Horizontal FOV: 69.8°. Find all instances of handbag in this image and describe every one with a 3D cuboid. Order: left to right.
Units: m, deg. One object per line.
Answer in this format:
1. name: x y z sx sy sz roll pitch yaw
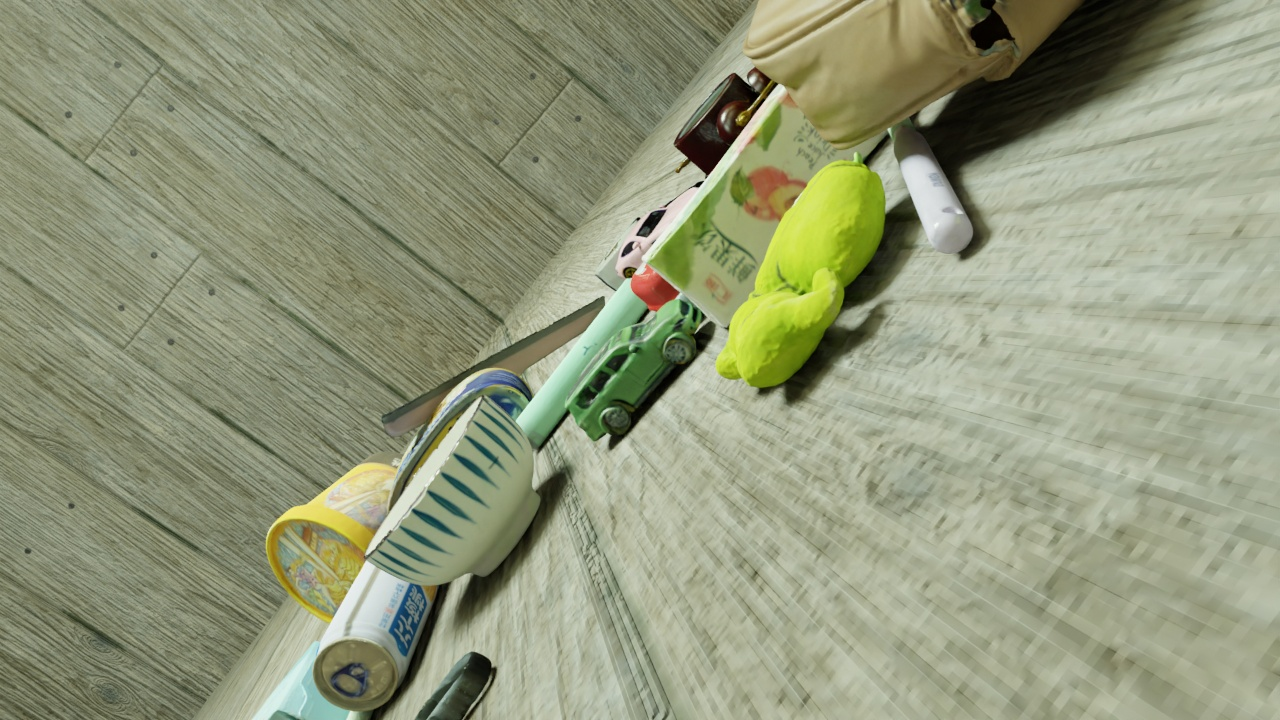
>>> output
1. handbag: 0.127 -0.174 0.326 0.204 0.100 0.148 -47 15 -2

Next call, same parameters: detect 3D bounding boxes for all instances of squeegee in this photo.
1. squeegee: -0.151 0.067 0.865 0.246 0.040 0.250 -33 -13 -38

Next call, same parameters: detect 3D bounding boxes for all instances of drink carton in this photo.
1. drink carton: 0.058 -0.079 0.448 0.122 0.053 0.045 -51 9 3

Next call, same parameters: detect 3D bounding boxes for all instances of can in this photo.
1. can: -0.163 0.161 0.584 0.053 0.053 0.134 -50 11 12
2. can: -0.139 0.075 0.716 0.148 0.074 0.049 -52 14 6

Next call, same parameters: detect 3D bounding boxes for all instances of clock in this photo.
1. clock: 0.076 -0.189 0.731 0.081 0.055 0.122 -57 13 -27

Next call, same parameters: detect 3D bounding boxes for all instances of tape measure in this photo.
1. tape measure: -0.012 -0.097 0.858 0.066 0.033 0.066 -50 10 21

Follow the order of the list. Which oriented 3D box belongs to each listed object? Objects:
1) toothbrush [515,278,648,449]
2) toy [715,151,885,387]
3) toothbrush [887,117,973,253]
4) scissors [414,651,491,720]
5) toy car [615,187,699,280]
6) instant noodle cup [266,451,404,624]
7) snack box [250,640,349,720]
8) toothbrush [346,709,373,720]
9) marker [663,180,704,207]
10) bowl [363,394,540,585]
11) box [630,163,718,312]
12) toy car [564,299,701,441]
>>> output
1. toothbrush: -0.018 -0.028 0.676 0.224 0.027 0.026 -52 -18 0
2. toy: 0.062 -0.034 0.341 0.100 0.031 0.097 -57 10 -2
3. toothbrush: 0.105 -0.081 0.349 0.188 0.029 0.021 -74 -16 -60
4. scissors: -0.111 0.195 0.374 0.177 0.014 0.160 -60 11 -29
5. toy car: 0.016 -0.106 0.767 0.123 0.037 0.056 -35 22 55
6. instant noodle cup: -0.232 0.146 0.780 0.119 0.118 0.114 -44 5 35
7. snack box: -0.242 0.266 0.578 0.175 0.051 0.074 -50 10 12
8. toothbrush: -0.169 0.193 0.603 0.189 0.029 0.020 -100 7 -74
9. marker: 0.034 -0.138 0.843 0.132 0.020 0.022 167 115 -72
10. bowl: -0.102 0.085 0.544 0.116 0.066 0.116 -51 11 13
11. box: 0.072 -0.107 0.542 0.201 0.047 0.086 -52 11 -3
12. toy car: -0.003 0.003 0.487 0.091 0.036 0.043 -45 11 16
